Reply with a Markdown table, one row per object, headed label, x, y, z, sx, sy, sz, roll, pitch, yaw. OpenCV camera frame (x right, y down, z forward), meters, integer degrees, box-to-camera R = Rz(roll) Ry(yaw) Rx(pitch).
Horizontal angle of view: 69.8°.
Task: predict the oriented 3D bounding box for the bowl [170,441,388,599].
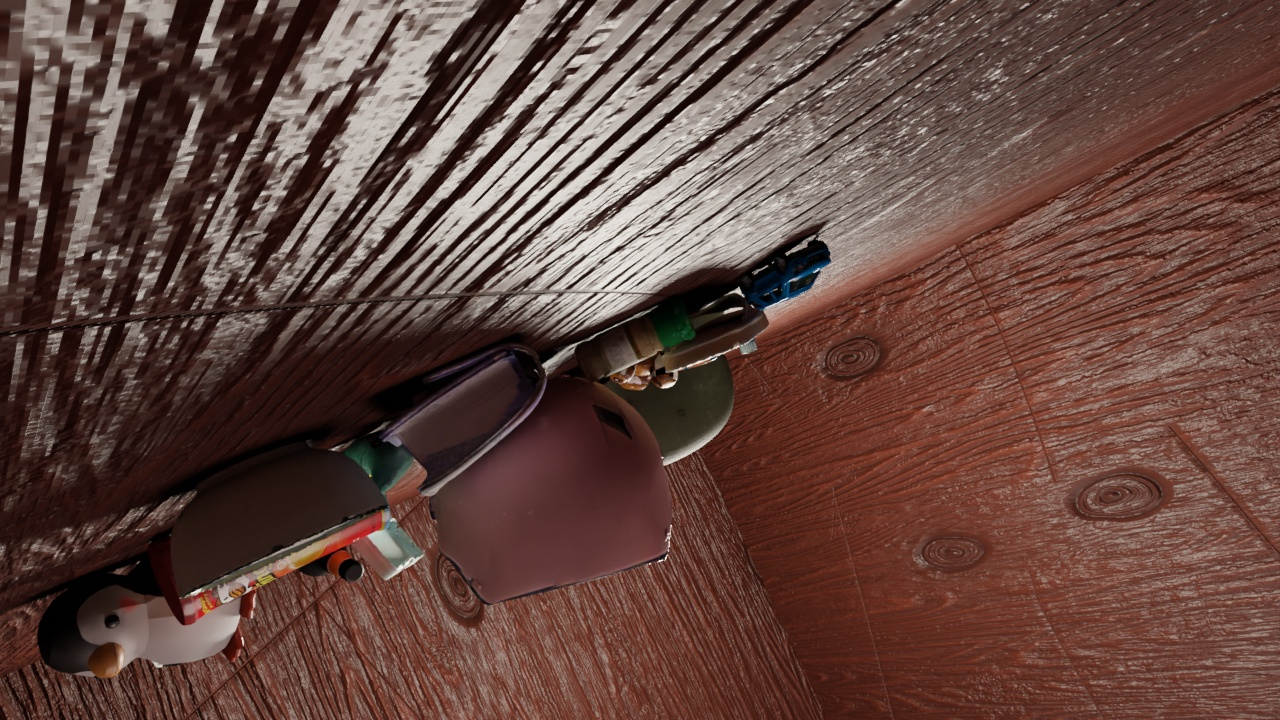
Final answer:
| label | x | y | z | sx | sy | sz | roll | pitch | yaw |
| --- | --- | --- | --- | --- | --- | --- | --- | --- | --- |
| bowl | -0.271 | 0.109 | 0.673 | 0.153 | 0.073 | 0.153 | -25 | 177 | -2 |

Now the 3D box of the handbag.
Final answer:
| label | x | y | z | sx | sy | sz | roll | pitch | yaw |
| --- | --- | --- | --- | --- | --- | --- | --- | --- | --- |
| handbag | -0.131 | 0.039 | 0.704 | 0.126 | 0.069 | 0.159 | -38 | 180 | -11 |

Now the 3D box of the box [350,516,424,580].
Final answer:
| label | x | y | z | sx | sy | sz | roll | pitch | yaw |
| --- | --- | --- | --- | --- | --- | --- | --- | --- | --- |
| box | -0.321 | 0.199 | 1.117 | 0.044 | 0.136 | 0.197 | -30 | 177 | -8 |

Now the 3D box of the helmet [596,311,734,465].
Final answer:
| label | x | y | z | sx | sy | sz | roll | pitch | yaw |
| --- | --- | --- | --- | --- | --- | --- | --- | --- | --- |
| helmet | 0.016 | 0.056 | 1.172 | 0.267 | 0.154 | 0.227 | -23 | 176 | -19 |

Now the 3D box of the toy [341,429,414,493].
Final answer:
| label | x | y | z | sx | sy | sz | roll | pitch | yaw |
| --- | --- | --- | --- | --- | --- | --- | --- | --- | --- |
| toy | -0.234 | 0.089 | 0.785 | 0.105 | 0.033 | 0.084 | -6 | -147 | 38 |

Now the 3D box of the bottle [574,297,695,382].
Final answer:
| label | x | y | z | sx | sy | sz | roll | pitch | yaw |
| --- | --- | --- | --- | --- | --- | --- | --- | --- | --- |
| bottle | -0.005 | -0.018 | 0.851 | 0.111 | 0.043 | 0.043 | -25 | 176 | 5 |

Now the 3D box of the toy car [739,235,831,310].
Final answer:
| label | x | y | z | sx | sy | sz | roll | pitch | yaw |
| --- | --- | --- | --- | --- | --- | --- | --- | --- | --- |
| toy car | 0.143 | -0.082 | 0.897 | 0.056 | 0.043 | 0.120 | -23 | 176 | -24 |

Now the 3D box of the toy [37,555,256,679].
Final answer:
| label | x | y | z | sx | sy | sz | roll | pitch | yaw |
| --- | --- | --- | --- | --- | --- | --- | --- | --- | --- |
| toy | -0.526 | 0.258 | 0.958 | 0.183 | 0.140 | 0.159 | -7 | 131 | -48 |

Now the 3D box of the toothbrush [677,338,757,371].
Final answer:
| label | x | y | z | sx | sy | sz | roll | pitch | yaw |
| --- | --- | --- | --- | --- | --- | --- | --- | --- | --- |
| toothbrush | 0.072 | -0.002 | 1.035 | 0.135 | 0.017 | 0.021 | -18 | -169 | 32 |

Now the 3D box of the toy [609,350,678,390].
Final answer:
| label | x | y | z | sx | sy | sz | roll | pitch | yaw |
| --- | --- | --- | --- | --- | --- | --- | --- | --- | --- |
| toy | -0.006 | 0.006 | 1.010 | 0.087 | 0.067 | 0.113 | 7 | 161 | -11 |

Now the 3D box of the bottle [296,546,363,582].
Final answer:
| label | x | y | z | sx | sy | sz | roll | pitch | yaw |
| --- | --- | --- | --- | --- | --- | --- | --- | --- | --- |
| bottle | -0.361 | 0.209 | 1.022 | 0.059 | 0.059 | 0.182 | -22 | -157 | -40 |

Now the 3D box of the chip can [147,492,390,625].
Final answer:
| label | x | y | z | sx | sy | sz | roll | pitch | yaw |
| --- | --- | --- | --- | --- | --- | --- | --- | --- | --- |
| chip can | -0.368 | 0.178 | 0.924 | 0.212 | 0.087 | 0.087 | -23 | 176 | -37 |

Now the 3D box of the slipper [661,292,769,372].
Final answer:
| label | x | y | z | sx | sy | sz | roll | pitch | yaw |
| --- | --- | --- | --- | --- | --- | --- | --- | --- | --- |
| slipper | 0.071 | -0.034 | 0.968 | 0.115 | 0.052 | 0.262 | -20 | -176 | 13 |

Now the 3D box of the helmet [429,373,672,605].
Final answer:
| label | x | y | z | sx | sy | sz | roll | pitch | yaw |
| --- | --- | --- | --- | --- | --- | --- | --- | --- | --- |
| helmet | -0.091 | 0.098 | 0.865 | 0.230 | 0.153 | 0.255 | -11 | -156 | -4 |
